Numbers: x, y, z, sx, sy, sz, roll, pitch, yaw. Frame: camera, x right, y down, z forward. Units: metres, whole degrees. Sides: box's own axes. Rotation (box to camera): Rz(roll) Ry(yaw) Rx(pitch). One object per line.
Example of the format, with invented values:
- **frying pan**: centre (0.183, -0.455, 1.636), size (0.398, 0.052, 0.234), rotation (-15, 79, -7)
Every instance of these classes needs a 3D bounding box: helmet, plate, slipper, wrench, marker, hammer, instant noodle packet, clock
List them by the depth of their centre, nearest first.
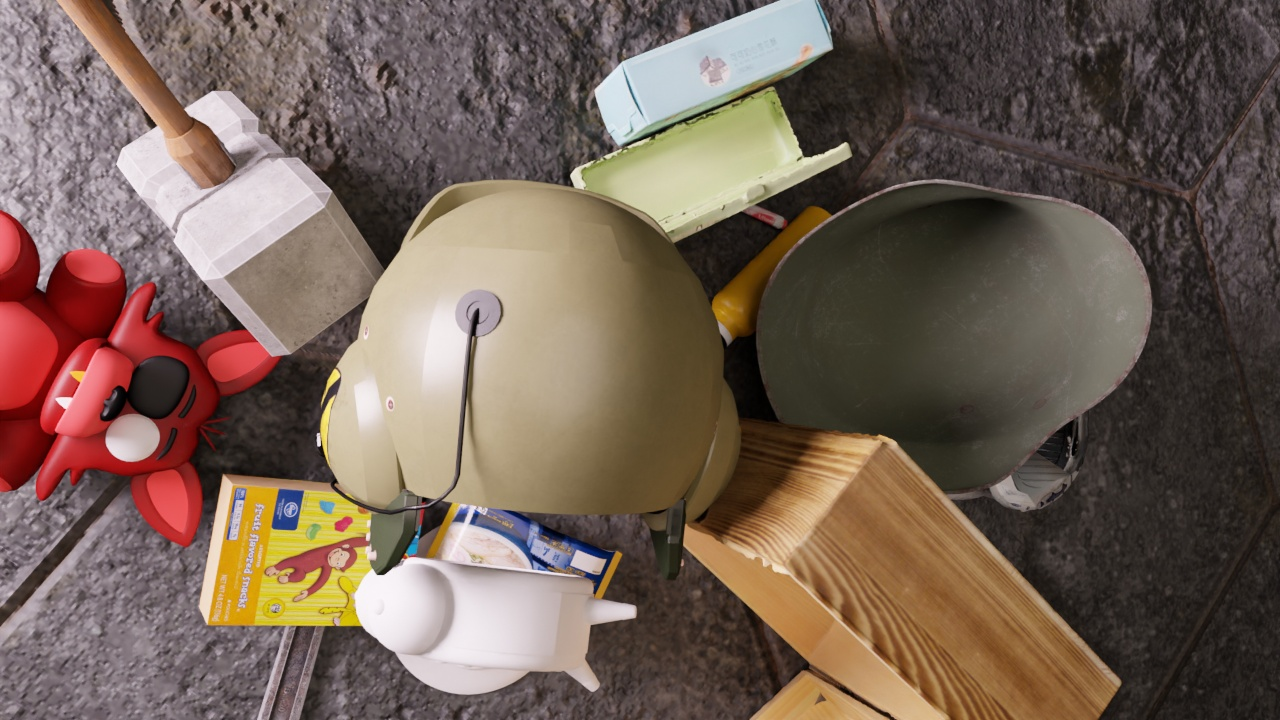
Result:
- **hammer**: centre (-0.265, -0.155, 0.471), size (0.082, 0.163, 0.318), rotation (-40, 145, -14)
- **helmet**: centre (-0.062, 0.007, 0.566), size (0.250, 0.256, 0.233), rotation (5, 91, -18)
- **clock**: centre (-0.098, 0.169, 0.589), size (0.160, 0.126, 0.072), rotation (12, 76, -21)
- **wrench**: centre (-0.252, 0.244, 0.646), size (0.070, 0.010, 0.273), rotation (16, 85, -18)
- **instant noodle packet**: centre (-0.090, 0.157, 0.676), size (0.134, 0.026, 0.087), rotation (27, 85, -16)
- **plate**: centre (-0.121, 0.184, 0.687), size (0.134, 0.011, 0.134), rotation (0, 90, -18)
- **helmet**: centre (0.236, -0.033, 0.710), size (0.268, 0.153, 0.227), rotation (-12, 101, 20)
- **marker**: centre (0.058, -0.137, 0.744), size (0.142, 0.013, 0.012), rotation (21, 84, -18)
- **slipper**: centre (0.332, 0.004, 0.811), size (0.111, 0.063, 0.263), rotation (9, 75, -17)

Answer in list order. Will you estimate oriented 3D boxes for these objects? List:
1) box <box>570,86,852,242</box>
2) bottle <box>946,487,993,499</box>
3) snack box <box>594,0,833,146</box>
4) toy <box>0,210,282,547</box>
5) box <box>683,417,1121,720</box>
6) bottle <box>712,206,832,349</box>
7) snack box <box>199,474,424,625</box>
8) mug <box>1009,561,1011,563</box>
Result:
- **box**: centre (0.051, -0.149, 0.693), size (0.187, 0.098, 0.082), rotation (-28, 99, -20)
- **bottle**: centre (0.317, 0.101, 0.814), size (0.136, 0.044, 0.044), rotation (2, 90, -18)
- **snack box**: centre (0.056, -0.225, 0.709), size (0.174, 0.075, 0.053), rotation (-27, 98, -16)
- **toy**: centre (-0.343, 0.014, 0.564), size (0.197, 0.121, 0.158), rotation (27, 79, -25)
- **box**: centre (0.085, 0.253, 0.619), size (0.286, 0.279, 0.335), rotation (42, 76, -14)
- **bottle**: centre (0.102, -0.063, 0.742), size (0.143, 0.043, 0.043), rotation (-44, 103, -13)
- **snack box**: centre (-0.219, 0.129, 0.619), size (0.125, 0.040, 0.088), rotation (11, 88, -32)
- **mug**: centre (0.284, 0.236, 0.788), size (0.121, 0.090, 0.090), rotation (-31, 102, 20)
